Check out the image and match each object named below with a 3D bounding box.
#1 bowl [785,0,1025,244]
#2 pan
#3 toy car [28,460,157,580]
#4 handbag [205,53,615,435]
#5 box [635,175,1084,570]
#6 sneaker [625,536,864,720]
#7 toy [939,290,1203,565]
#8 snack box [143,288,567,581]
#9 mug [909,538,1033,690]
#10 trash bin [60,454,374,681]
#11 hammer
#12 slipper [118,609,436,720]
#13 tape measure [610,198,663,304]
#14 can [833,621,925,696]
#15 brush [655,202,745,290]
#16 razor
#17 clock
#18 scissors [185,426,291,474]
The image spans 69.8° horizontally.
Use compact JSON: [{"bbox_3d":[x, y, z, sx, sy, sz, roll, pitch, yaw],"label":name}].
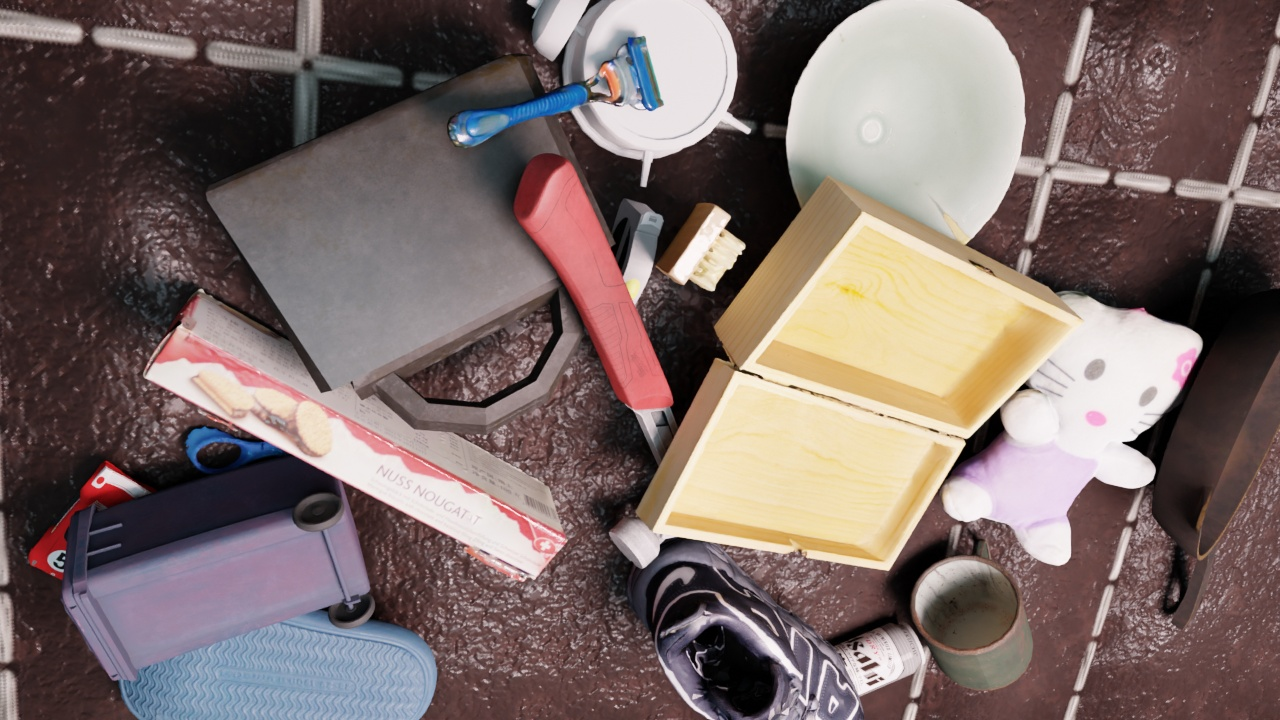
[{"bbox_3d":[0.165,-0.152,0.618,0.174,0.068,0.174,-5,109,-15],"label":"bowl"},{"bbox_3d":[0.475,0.097,0.760,0.248,0.043,0.357,-35,133,-31],"label":"pan"},{"bbox_3d":[-0.352,0.106,0.589,0.038,0.025,0.089,39,95,-22],"label":"toy car"},{"bbox_3d":[-0.116,-0.052,0.558,0.197,0.102,0.199,-28,104,-14],"label":"handbag"},{"bbox_3d":[0.153,0.029,0.637,0.246,0.076,0.257,17,108,-35],"label":"box"},{"bbox_3d":[0.093,0.241,0.657,0.097,0.150,0.252,-41,97,5],"label":"sneaker"},{"bbox_3d":[0.333,0.049,0.714,0.137,0.085,0.209,26,106,-2],"label":"toy"},{"bbox_3d":[-0.171,0.053,0.587,0.273,0.076,0.044,34,98,-25],"label":"snack box"},{"bbox_3d":[0.276,0.205,0.754,0.081,0.085,0.110,57,46,-41],"label":"mug"},{"bbox_3d":[-0.261,0.125,0.570,0.160,0.092,0.094,-16,128,-17],"label":"trash bin"},{"bbox_3d":[-0.004,0.003,0.578,0.126,0.036,0.316,-41,137,-18],"label":"hammer"},{"bbox_3d":[-0.247,0.206,0.633,0.213,0.059,0.104,5,96,-4],"label":"slipper"},{"bbox_3d":[-0.007,-0.071,0.602,0.016,0.064,0.065,13,108,-18],"label":"tape measure"},{"bbox_3d":[0.180,0.256,0.766,0.106,0.044,0.044,-20,111,-8],"label":"can"},{"bbox_3d":[0.038,-0.069,0.584,0.039,0.117,0.049,35,94,-2],"label":"brush"},{"bbox_3d":[-0.047,-0.145,0.509,0.140,0.018,0.044,-27,110,-31],"label":"razor"},{"bbox_3d":[-0.002,-0.198,0.569,0.120,0.061,0.159,-28,107,-5],"label":"clock"},{"bbox_3d":[-0.232,0.061,0.615,0.134,0.016,0.073,25,95,-26],"label":"scissors"}]
